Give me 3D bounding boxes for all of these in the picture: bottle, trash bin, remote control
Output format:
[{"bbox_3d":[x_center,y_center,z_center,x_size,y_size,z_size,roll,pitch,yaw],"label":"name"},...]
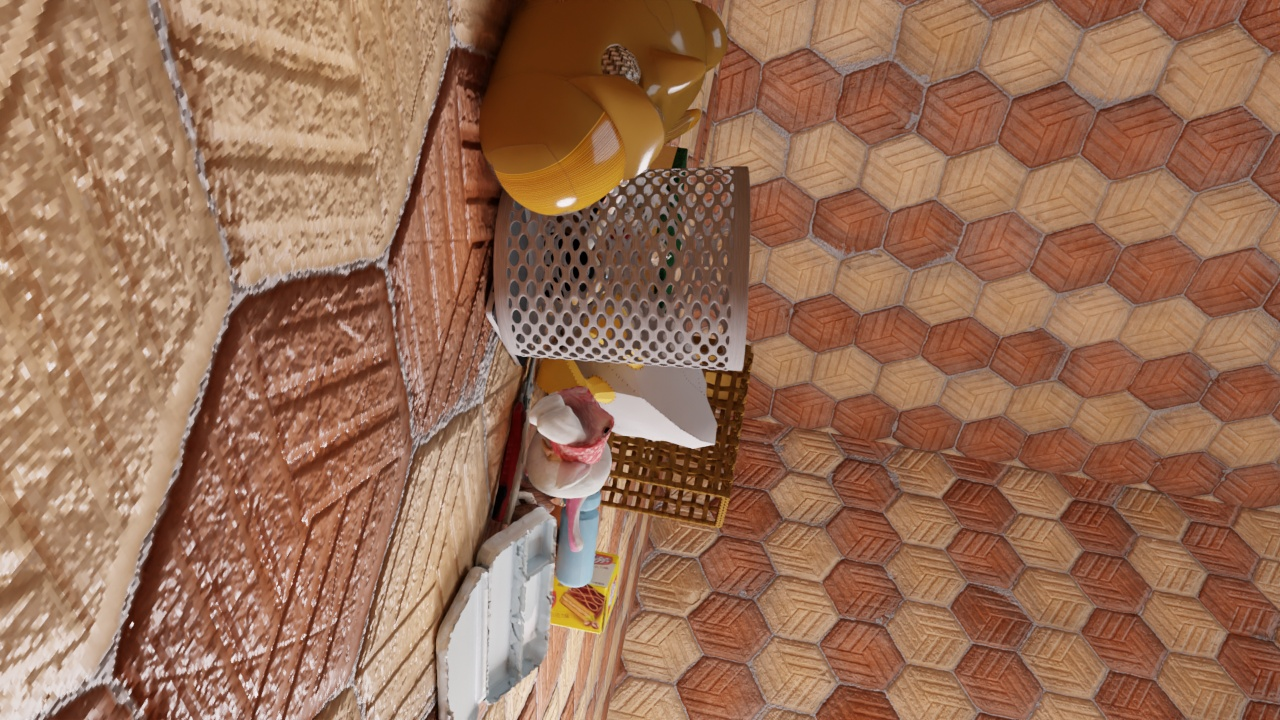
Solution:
[{"bbox_3d":[-0.065,0.174,0.969,0.040,0.040,0.130,-62,159,-72],"label":"bottle"},{"bbox_3d":[-0.011,-0.072,0.714,0.156,0.183,0.156,4,88,-86],"label":"trash bin"},{"bbox_3d":[-0.108,-0.035,0.777,0.147,0.008,0.045,81,20,-73],"label":"remote control"},{"bbox_3d":[-0.064,-0.081,0.885,0.181,0.059,0.059,18,82,-84],"label":"bottle"}]

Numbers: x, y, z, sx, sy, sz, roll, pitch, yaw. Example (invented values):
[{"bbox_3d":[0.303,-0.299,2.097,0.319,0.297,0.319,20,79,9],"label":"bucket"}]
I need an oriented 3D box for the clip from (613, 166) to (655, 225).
[{"bbox_3d":[-0.012,-0.226,1.181,0.143,0.074,0.125,-89,-179,-52],"label":"clip"}]

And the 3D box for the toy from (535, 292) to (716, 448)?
[{"bbox_3d":[-0.007,0.006,1.029,0.141,0.246,0.267,-48,163,11],"label":"toy"}]

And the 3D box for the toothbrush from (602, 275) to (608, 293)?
[{"bbox_3d":[-0.047,-0.103,1.227,0.022,0.016,0.155,-40,164,-11],"label":"toothbrush"}]

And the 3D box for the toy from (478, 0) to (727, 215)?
[{"bbox_3d":[-0.030,-0.190,0.627,0.198,0.163,0.202,53,52,-39],"label":"toy"}]

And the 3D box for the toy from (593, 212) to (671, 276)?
[{"bbox_3d":[-0.012,-0.133,1.114,0.074,0.106,0.085,-133,-122,-71],"label":"toy"}]

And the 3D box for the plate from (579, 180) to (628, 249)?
[{"bbox_3d":[-0.022,-0.195,0.952,0.188,0.016,0.186,-54,-165,45],"label":"plate"}]

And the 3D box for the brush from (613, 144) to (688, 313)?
[{"bbox_3d":[0.014,-0.180,1.392,0.251,0.075,0.194,90,12,-60],"label":"brush"}]

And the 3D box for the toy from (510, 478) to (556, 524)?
[{"bbox_3d":[-0.109,0.145,0.928,0.102,0.041,0.054,52,26,-72],"label":"toy"}]

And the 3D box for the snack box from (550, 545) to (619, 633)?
[{"bbox_3d":[-0.083,0.254,1.038,0.083,0.106,0.061,-59,158,-74],"label":"snack box"}]

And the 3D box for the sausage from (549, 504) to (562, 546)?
[{"bbox_3d":[-0.106,0.189,1.012,0.039,0.044,0.164,64,7,0],"label":"sausage"}]

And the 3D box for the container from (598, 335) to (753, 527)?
[{"bbox_3d":[0.034,0.101,1.346,0.252,0.219,0.213,83,18,-71],"label":"container"}]

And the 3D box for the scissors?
[{"bbox_3d":[-0.114,0.058,0.861,0.146,0.015,0.188,-66,164,-66],"label":"scissors"}]

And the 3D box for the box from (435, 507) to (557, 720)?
[{"bbox_3d":[-0.138,0.258,0.842,0.192,0.061,0.210,-43,146,-49],"label":"box"}]

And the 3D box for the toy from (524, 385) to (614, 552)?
[{"bbox_3d":[-0.068,0.085,0.856,0.194,0.084,0.159,99,-21,-66],"label":"toy"}]
